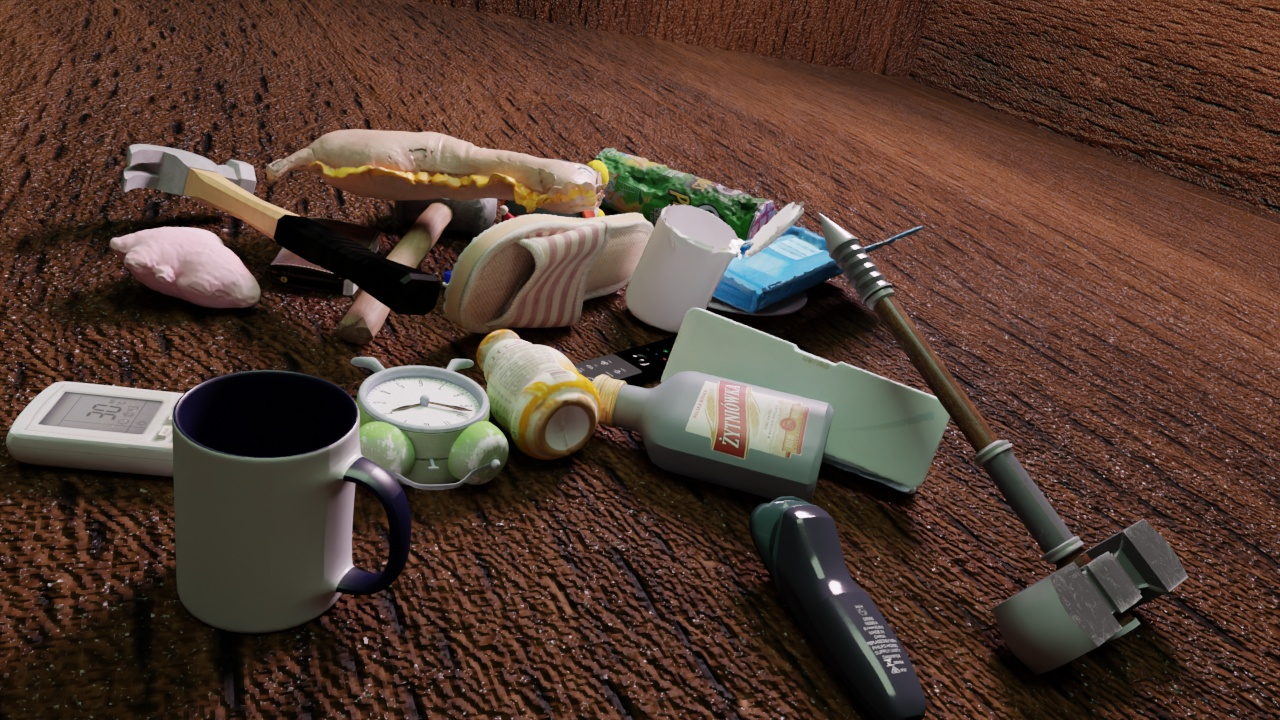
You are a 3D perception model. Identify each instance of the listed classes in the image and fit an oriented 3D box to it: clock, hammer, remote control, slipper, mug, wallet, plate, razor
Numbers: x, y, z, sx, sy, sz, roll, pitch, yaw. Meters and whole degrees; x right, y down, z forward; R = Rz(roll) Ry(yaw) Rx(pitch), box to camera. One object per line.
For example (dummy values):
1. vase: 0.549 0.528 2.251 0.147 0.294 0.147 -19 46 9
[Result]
1. clock: -0.133 0.042 0.564 0.094 0.043 0.119 1 27 -21
2. hammer: -0.206 -0.098 0.824 0.098 0.052 0.327 12 29 -2
3. remote control: -0.004 0.004 0.734 0.034 0.013 0.149 31 31 34
4. hammer: 0.202 0.027 0.587 0.155 0.043 0.322 -11 61 -40
5. slipper: -0.058 -0.076 0.772 0.052 0.115 0.262 38 28 18
6. remote control: -0.274 0.041 0.522 0.138 0.025 0.060 7 26 -11
7. mug: -0.161 0.070 0.431 0.112 0.097 0.078 16 26 8
8. wallet: -0.275 -0.094 0.805 0.072 0.019 0.123 8 26 -10
9. hammer: -0.289 -0.109 0.735 0.328 0.039 0.131 26 13 28
10. plate: 0.084 -0.081 0.951 0.178 0.012 0.178 10 26 -5
11. razor: 0.104 0.131 0.488 0.047 0.052 0.142 3 32 -26

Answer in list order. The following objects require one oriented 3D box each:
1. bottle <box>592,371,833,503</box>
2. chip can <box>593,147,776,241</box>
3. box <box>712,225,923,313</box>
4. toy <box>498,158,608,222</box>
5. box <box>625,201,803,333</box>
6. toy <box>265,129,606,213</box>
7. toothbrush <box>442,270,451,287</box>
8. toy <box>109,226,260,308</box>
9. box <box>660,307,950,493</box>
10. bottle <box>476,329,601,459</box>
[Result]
1. bottle: 0.043 0.044 0.619 0.161 0.046 0.072 13 52 13
2. chip can: 0.043 -0.187 1.079 0.223 0.076 0.075 23 27 20
3. box: 0.170 -0.097 0.937 0.173 0.066 0.231 5 17 37
4. toy: -0.093 -0.143 0.913 0.100 0.098 0.119 16 48 7
5. box: 0.064 -0.093 0.806 0.118 0.160 0.084 28 34 8
6. toy: -0.168 -0.159 0.812 0.264 0.065 0.195 17 30 23
7. toothbrush: -0.098 -0.080 0.861 0.186 0.016 0.015 -8 32 -35
8. toy: -0.344 -0.072 0.692 0.102 0.050 0.093 35 21 32
9. box: 0.118 0.035 0.682 0.199 0.086 0.096 22 2 14
10. bottle: -0.074 0.018 0.616 0.063 0.063 0.108 -5 32 -33
